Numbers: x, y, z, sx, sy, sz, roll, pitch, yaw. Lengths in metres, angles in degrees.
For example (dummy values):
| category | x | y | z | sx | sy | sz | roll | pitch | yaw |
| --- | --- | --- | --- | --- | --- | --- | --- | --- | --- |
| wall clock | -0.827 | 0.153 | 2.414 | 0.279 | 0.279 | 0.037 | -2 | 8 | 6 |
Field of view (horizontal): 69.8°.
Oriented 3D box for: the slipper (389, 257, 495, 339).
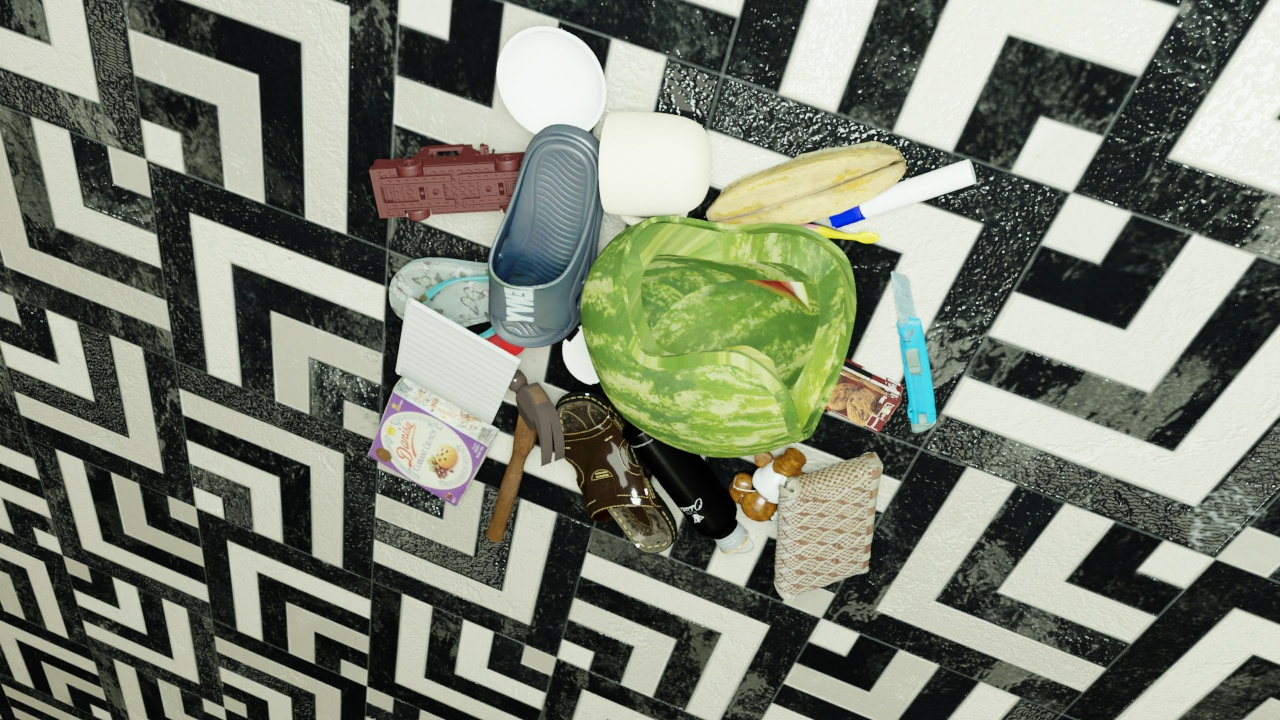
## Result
| category | x | y | z | sx | sy | sz | roll | pitch | yaw |
| --- | --- | --- | --- | --- | --- | --- | --- | --- | --- |
| slipper | -0.198 | -0.070 | 1.063 | 0.269 | 0.054 | 0.098 | -1 | 125 | 28 |

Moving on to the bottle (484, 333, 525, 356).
| category | x | y | z | sx | sy | sz | roll | pitch | yaw |
| --- | --- | --- | --- | --- | --- | --- | --- | --- | --- |
| bottle | -0.167 | -0.019 | 1.112 | 0.119 | 0.036 | 0.036 | -16 | 117 | 29 |

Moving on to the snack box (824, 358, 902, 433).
| category | x | y | z | sx | sy | sz | roll | pitch | yaw |
| --- | --- | --- | --- | --- | --- | --- | --- | --- | --- |
| snack box | 0.208 | 0.023 | 0.999 | 0.141 | 0.031 | 0.051 | 25 | 130 | 2 |

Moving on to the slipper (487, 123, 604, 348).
| category | x | y | z | sx | sy | sz | roll | pitch | yaw |
| --- | --- | --- | --- | --- | --- | --- | --- | --- | --- |
| slipper | -0.100 | -0.106 | 0.941 | 0.110 | 0.083 | 0.269 | 20 | 126 | 0 |

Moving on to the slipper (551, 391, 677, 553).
| category | x | y | z | sx | sy | sz | roll | pitch | yaw |
| --- | --- | --- | --- | --- | --- | --- | --- | --- | --- |
| slipper | -0.035 | 0.153 | 1.161 | 0.113 | 0.075 | 0.268 | -13 | 119 | 28 |

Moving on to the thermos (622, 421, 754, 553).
| category | x | y | z | sx | sy | sz | roll | pitch | yaw |
| --- | --- | --- | --- | --- | --- | --- | --- | --- | --- |
| thermos | 0.067 | 0.159 | 1.134 | 0.061 | 0.061 | 0.231 | -23 | 114 | 33 |

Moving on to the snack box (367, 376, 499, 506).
| category | x | y | z | sx | sy | sz | roll | pitch | yaw |
| --- | --- | --- | --- | --- | --- | --- | --- | --- | --- |
| snack box | -0.284 | 0.111 | 1.249 | 0.148 | 0.040 | 0.144 | 31 | 130 | -2 |

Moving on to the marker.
| category | x | y | z | sx | sy | sz | roll | pitch | yaw |
| --- | --- | --- | --- | --- | --- | --- | --- | --- | --- |
| marker | 0.243 | -0.155 | 0.859 | 0.133 | 0.027 | 0.023 | -16 | 103 | 30 |

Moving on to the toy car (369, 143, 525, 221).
| category | x | y | z | sx | sy | sz | roll | pitch | yaw |
| --- | --- | --- | --- | --- | --- | --- | --- | --- | --- |
| toy car | -0.193 | -0.191 | 0.975 | 0.170 | 0.061 | 0.070 | -3 | 126 | -1 |

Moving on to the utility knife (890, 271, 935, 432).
| category | x | y | z | sx | sy | sz | roll | pitch | yaw |
| --- | --- | --- | --- | --- | --- | --- | --- | --- | --- |
| utility knife | 0.285 | -0.005 | 0.962 | 0.031 | 0.015 | 0.205 | -8 | 120 | 20 |

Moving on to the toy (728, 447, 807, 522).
| category | x | y | z | sx | sy | sz | roll | pitch | yaw |
| --- | --- | --- | --- | --- | --- | --- | --- | --- | --- |
| toy | 0.158 | 0.149 | 1.096 | 0.087 | 0.067 | 0.113 | 29 | 121 | -1 |

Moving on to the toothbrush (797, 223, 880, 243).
| category | x | y | z | sx | sy | sz | roll | pitch | yaw |
| --- | --- | --- | --- | --- | --- | --- | --- | --- | --- |
| toothbrush | 0.171 | -0.127 | 0.917 | 0.136 | 0.016 | 0.021 | 5 | 128 | 20 |

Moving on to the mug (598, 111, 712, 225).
| category | x | y | z | sx | sy | sz | roll | pitch | yaw |
| --- | --- | --- | --- | --- | --- | --- | --- | --- | --- |
| mug | 0.019 | -0.178 | 0.887 | 0.100 | 0.096 | 0.120 | 4 | 131 | 9 |

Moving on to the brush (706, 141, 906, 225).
| category | x | y | z | sx | sy | sz | roll | pitch | yaw |
| --- | --- | --- | --- | --- | --- | --- | --- | --- | --- |
| brush | 0.155 | -0.165 | 0.876 | 0.196 | 0.043 | 0.059 | -12 | 120 | 27 |

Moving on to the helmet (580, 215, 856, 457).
| category | x | y | z | sx | sy | sz | roll | pitch | yaw |
| --- | --- | --- | --- | --- | --- | --- | --- | --- | --- |
| helmet | 0.065 | -0.021 | 0.892 | 0.247 | 0.212 | 0.243 | 18 | 149 | 22 |

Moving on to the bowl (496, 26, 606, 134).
| category | x | y | z | sx | sy | sz | roll | pitch | yaw |
| --- | --- | --- | --- | --- | --- | --- | --- | --- | --- |
| bowl | -0.080 | -0.274 | 0.888 | 0.110 | 0.040 | 0.110 | 10 | 129 | 13 |

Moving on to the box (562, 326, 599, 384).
| category | x | y | z | sx | sy | sz | roll | pitch | yaw |
| --- | --- | --- | --- | --- | --- | --- | --- | --- | --- |
| box | -0.008 | 0.006 | 1.035 | 0.166 | 0.092 | 0.083 | 33 | 124 | -1 |

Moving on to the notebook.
| category | x | y | z | sx | sy | sz | roll | pitch | yaw |
| --- | --- | --- | --- | --- | --- | --- | --- | --- | --- |
| notebook | -0.229 | 0.007 | 1.121 | 0.142 | 0.009 | 0.210 | 30 | 151 | -4 |

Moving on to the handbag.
| category | x | y | z | sx | sy | sz | roll | pitch | yaw |
| --- | --- | --- | --- | --- | --- | --- | --- | --- | --- |
| handbag | 0.218 | 0.194 | 1.084 | 0.124 | 0.047 | 0.186 | -14 | 126 | -15 |

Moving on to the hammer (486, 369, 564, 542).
| category | x | y | z | sx | sy | sz | roll | pitch | yaw |
| --- | --- | --- | --- | --- | --- | --- | --- | --- | --- |
| hammer | -0.166 | 0.149 | 1.219 | 0.115 | 0.033 | 0.324 | 53 | 142 | 26 |
